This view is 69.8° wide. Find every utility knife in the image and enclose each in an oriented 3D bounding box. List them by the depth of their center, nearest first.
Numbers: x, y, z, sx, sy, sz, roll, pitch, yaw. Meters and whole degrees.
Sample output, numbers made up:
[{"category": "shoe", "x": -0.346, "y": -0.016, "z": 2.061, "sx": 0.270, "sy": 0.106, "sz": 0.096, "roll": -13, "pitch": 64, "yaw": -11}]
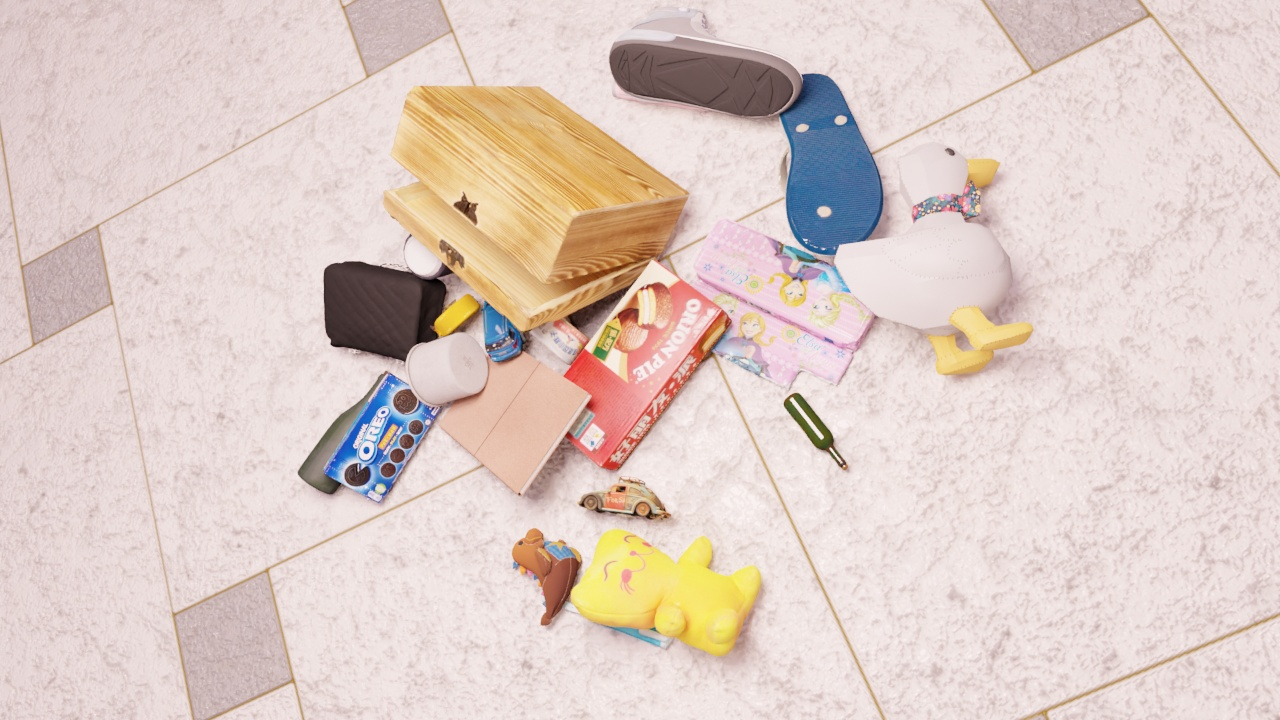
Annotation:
[{"category": "utility knife", "x": -0.041, "y": 0.296, "z": 1.065, "sx": 0.169, "sy": 0.015, "sz": 0.022, "roll": 15, "pitch": 68, "yaw": 19}]

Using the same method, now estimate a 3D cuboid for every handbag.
[{"category": "handbag", "x": -0.337, "y": -0.064, "z": 1.234, "sx": 0.154, "sy": 0.114, "sz": 0.125, "roll": 11, "pitch": 100, "yaw": 15}]

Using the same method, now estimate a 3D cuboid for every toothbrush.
[{"category": "toothbrush", "x": 0.066, "y": -0.350, "z": 1.225, "sx": 0.223, "sy": 0.026, "sz": 0.027, "roll": 14, "pitch": 100, "yaw": 19}]

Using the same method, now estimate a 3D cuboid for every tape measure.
[{"category": "tape measure", "x": -0.240, "y": -0.060, "z": 1.194, "sx": 0.030, "sy": 0.059, "sz": 0.068, "roll": 47, "pitch": 64, "yaw": -5}]

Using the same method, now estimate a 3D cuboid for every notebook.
[{"category": "notebook", "x": -0.159, "y": 0.062, "z": 1.124, "sx": 0.209, "sy": 0.008, "sz": 0.141, "roll": 29, "pitch": 82, "yaw": 48}]

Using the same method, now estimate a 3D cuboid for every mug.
[{"category": "mug", "x": -0.241, "y": 0.002, "z": 1.173, "sx": 0.071, "sy": 0.084, "sz": 0.113, "roll": -16, "pitch": 34, "yaw": 29}]

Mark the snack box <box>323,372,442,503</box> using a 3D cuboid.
[{"category": "snack box", "x": -0.330, "y": 0.098, "z": 1.176, "sx": 0.082, "sy": 0.027, "sz": 0.150, "roll": 33, "pitch": 82, "yaw": -20}]

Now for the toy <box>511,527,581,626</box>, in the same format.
[{"category": "toy", "x": -0.120, "y": 0.255, "z": 1.085, "sx": 0.090, "sy": 0.070, "sz": 0.103, "roll": 15, "pitch": 91, "yaw": 37}]

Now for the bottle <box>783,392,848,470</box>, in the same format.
[{"category": "bottle", "x": 0.204, "y": 0.083, "z": 1.056, "sx": 0.025, "sy": 0.025, "sz": 0.106, "roll": -37, "pitch": 68, "yaw": 2}]

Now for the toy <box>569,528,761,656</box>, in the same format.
[{"category": "toy", "x": 0.031, "y": 0.258, "z": 1.020, "sx": 0.194, "sy": 0.088, "sz": 0.134, "roll": 11, "pitch": 34, "yaw": 14}]

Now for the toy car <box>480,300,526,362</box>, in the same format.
[{"category": "toy car", "x": -0.177, "y": -0.053, "z": 1.180, "sx": 0.056, "sy": 0.043, "sz": 0.120, "roll": -19, "pitch": 46, "yaw": 13}]

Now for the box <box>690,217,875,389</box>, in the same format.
[{"category": "box", "x": 0.157, "y": -0.063, "z": 1.110, "sx": 0.230, "sy": 0.035, "sz": 0.159, "roll": 28, "pitch": 83, "yaw": 22}]

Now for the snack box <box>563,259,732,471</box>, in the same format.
[{"category": "snack box", "x": -0.007, "y": 0.006, "z": 1.108, "sx": 0.113, "sy": 0.060, "sz": 0.236, "roll": 38, "pitch": 92, "yaw": 24}]

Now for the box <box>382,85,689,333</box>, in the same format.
[{"category": "box", "x": -0.127, "y": -0.199, "z": 1.127, "sx": 0.279, "sy": 0.246, "sz": 0.176, "roll": 38, "pitch": 125, "yaw": 22}]

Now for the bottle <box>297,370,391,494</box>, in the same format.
[{"category": "bottle", "x": -0.376, "y": 0.089, "z": 1.201, "sx": 0.055, "sy": 0.055, "sz": 0.174, "roll": 30, "pitch": 82, "yaw": 22}]

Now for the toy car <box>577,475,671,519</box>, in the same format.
[{"category": "toy car", "x": -0.017, "y": 0.161, "z": 1.082, "sx": 0.112, "sy": 0.047, "sz": 0.047, "roll": 4, "pitch": 75, "yaw": 15}]

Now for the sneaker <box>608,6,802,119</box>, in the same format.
[{"category": "sneaker", "x": 0.098, "y": -0.401, "z": 1.193, "sx": 0.257, "sy": 0.093, "sz": 0.160, "roll": 14, "pitch": 50, "yaw": 17}]

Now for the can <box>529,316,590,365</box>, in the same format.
[{"category": "can", "x": -0.106, "y": -0.036, "z": 1.146, "sx": 0.086, "sy": 0.086, "sz": 0.043, "roll": 41, "pitch": 89, "yaw": 22}]

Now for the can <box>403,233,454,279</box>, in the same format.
[{"category": "can", "x": -0.251, "y": -0.146, "z": 1.203, "sx": 0.064, "sy": 0.127, "sz": 0.064, "roll": 6, "pitch": 106, "yaw": 21}]

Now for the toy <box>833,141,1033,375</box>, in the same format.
[{"category": "toy", "x": 0.326, "y": -0.120, "z": 1.019, "sx": 0.246, "sy": 0.141, "sz": 0.267, "roll": -12, "pitch": 72, "yaw": -18}]

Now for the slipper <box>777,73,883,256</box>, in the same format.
[{"category": "slipper", "x": 0.227, "y": -0.238, "z": 1.132, "sx": 0.118, "sy": 0.060, "sz": 0.294, "roll": -9, "pitch": 58, "yaw": 7}]
